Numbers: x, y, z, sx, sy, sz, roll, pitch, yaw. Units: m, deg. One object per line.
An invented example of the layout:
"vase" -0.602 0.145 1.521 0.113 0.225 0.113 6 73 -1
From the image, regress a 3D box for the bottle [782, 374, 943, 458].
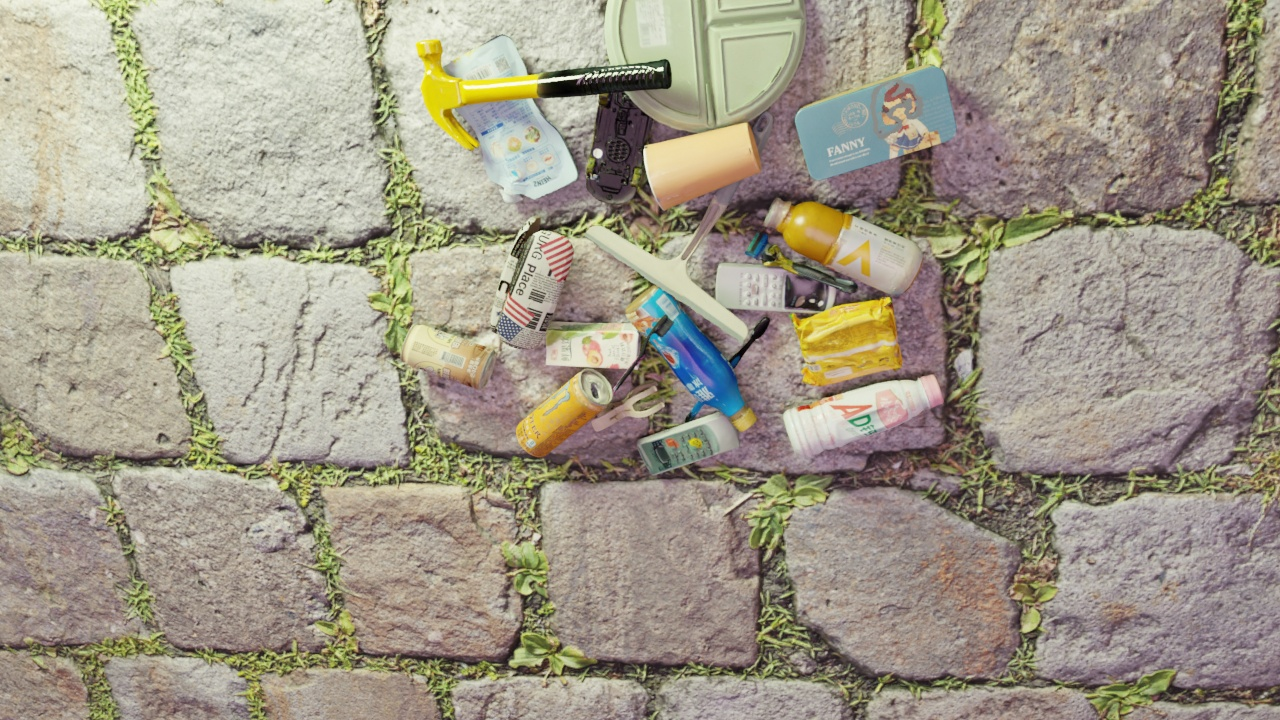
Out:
"bottle" 0.286 0.068 1.178 0.197 0.068 0.068 -19 108 11

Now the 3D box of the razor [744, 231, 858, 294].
"razor" 0.198 -0.113 1.123 0.143 0.042 0.022 25 147 9

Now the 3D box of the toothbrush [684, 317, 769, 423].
"toothbrush" 0.113 0.014 1.210 0.014 0.016 0.190 31 115 -10

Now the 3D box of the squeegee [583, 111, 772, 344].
"squeegee" 0.092 -0.190 1.118 0.246 0.039 0.247 35 106 13

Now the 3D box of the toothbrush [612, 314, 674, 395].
"toothbrush" -0.007 0.007 1.168 0.018 0.014 0.190 31 131 -5

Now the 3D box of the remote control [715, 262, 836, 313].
"remote control" 0.170 -0.090 1.154 0.150 0.021 0.058 3 112 8

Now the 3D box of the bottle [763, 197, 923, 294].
"bottle" 0.241 -0.141 1.099 0.189 0.067 0.068 23 113 -1

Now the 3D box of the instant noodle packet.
"instant noodle packet" 0.257 -0.024 1.148 0.128 0.044 0.111 -11 125 14

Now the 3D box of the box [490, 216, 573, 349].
"box" -0.137 -0.095 1.165 0.086 0.075 0.162 27 111 5

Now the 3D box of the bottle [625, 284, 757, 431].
"bottle" 0.071 0.000 1.174 0.065 0.065 0.218 -37 99 19

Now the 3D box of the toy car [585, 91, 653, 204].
"toy car" -0.024 -0.266 1.100 0.070 0.042 0.158 13 107 -1

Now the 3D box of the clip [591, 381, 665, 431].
"clip" -0.018 0.062 1.230 0.100 0.072 0.035 -20 107 12

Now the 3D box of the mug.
"mug" 0.074 -0.229 1.063 0.123 0.078 0.078 -15 109 15

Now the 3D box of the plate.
"plate" 0.073 -0.375 1.033 0.230 0.027 0.230 0 102 1

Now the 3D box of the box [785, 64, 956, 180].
"box" 0.260 -0.271 1.049 0.184 0.062 0.090 -18 107 13

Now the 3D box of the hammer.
"hammer" -0.112 -0.313 1.048 0.301 0.032 0.129 0 116 17

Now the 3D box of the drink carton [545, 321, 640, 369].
"drink carton" -0.061 -0.021 1.201 0.122 0.045 0.053 3 111 7

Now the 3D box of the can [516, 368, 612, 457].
"can" -0.103 0.071 1.219 0.058 0.058 0.146 44 125 -10

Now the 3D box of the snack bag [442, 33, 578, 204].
"snack bag" -0.161 -0.286 1.116 0.110 0.038 0.191 -24 107 13

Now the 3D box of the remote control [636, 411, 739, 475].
"remote control" 0.066 0.113 1.247 0.135 0.019 0.056 -19 115 15

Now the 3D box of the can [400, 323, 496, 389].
"can" -0.256 -0.005 1.229 0.116 0.058 0.059 19 113 1
